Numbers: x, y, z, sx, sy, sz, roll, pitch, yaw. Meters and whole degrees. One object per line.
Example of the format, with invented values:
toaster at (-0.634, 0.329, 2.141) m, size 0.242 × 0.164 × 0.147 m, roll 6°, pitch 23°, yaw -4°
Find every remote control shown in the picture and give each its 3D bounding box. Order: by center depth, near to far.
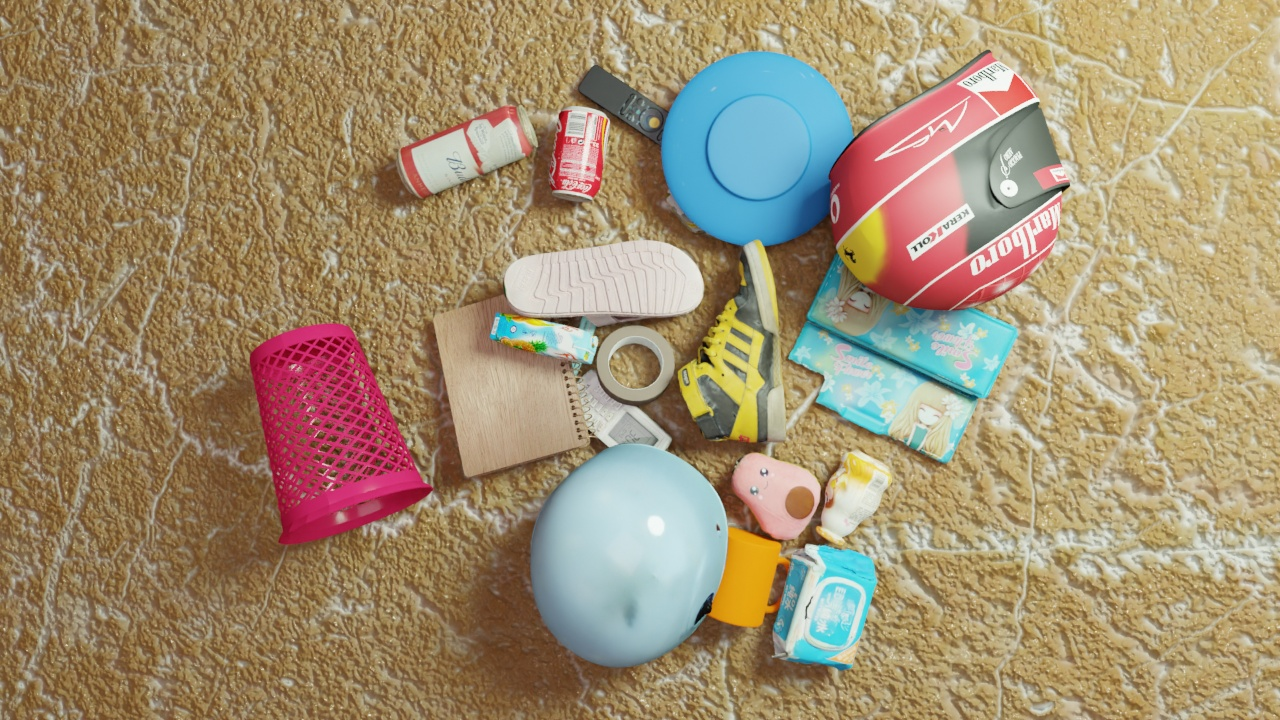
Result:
remote control at (-0.029, 0.075, 1.129) m, size 0.138 × 0.025 × 0.060 m, roll 41°, pitch 95°, yaw 7°
remote control at (-0.006, -0.309, 1.134) m, size 0.152 × 0.020 × 0.041 m, roll 35°, pitch 93°, yaw 6°

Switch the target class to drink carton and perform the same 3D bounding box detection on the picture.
drink carton at (-0.114, -0.026, 1.096) m, size 0.129 × 0.044 × 0.038 m, roll 13°, pitch 83°, yaw 16°

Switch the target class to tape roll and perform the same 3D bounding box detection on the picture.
tape roll at (-0.007, 0.006, 1.111) m, size 0.093 × 0.030 × 0.093 m, roll 1°, pitch 76°, yaw -3°

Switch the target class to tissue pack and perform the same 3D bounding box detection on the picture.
tissue pack at (0.213, 0.286, 1.065) m, size 0.093 × 0.062 × 0.144 m, roll 15°, pitch 90°, yaw -12°

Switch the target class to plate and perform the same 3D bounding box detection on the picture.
plate at (0.136, -0.246, 1.066) m, size 0.224 × 0.024 × 0.224 m, roll 0°, pitch 96°, yaw 2°

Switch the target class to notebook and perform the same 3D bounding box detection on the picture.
notebook at (-0.156, 0.022, 1.132) m, size 0.169 × 0.022 × 0.210 m, roll -16°, pitch 77°, yaw 9°

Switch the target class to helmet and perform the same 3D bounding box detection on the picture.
helmet at (0.341, -0.173, 0.992) m, size 0.270 × 0.198 × 0.224 m, roll -33°, pitch 81°, yaw -10°
helmet at (-0.031, 0.233, 1.037) m, size 0.226 × 0.166 × 0.266 m, roll 19°, pitch 108°, yaw 22°

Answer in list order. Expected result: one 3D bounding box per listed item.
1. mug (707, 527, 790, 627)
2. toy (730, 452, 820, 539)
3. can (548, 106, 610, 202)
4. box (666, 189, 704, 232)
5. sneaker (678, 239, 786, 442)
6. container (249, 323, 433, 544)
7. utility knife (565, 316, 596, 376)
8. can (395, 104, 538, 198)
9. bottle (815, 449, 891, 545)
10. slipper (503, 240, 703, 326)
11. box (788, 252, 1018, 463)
mug at (0.133, 0.258, 1.087) m, size 0.112 × 0.078 × 0.096 m, roll 13°, pitch 91°, yaw -20°
toy at (0.156, 0.157, 1.090) m, size 0.110 × 0.051 × 0.090 m, roll 31°, pitch 92°, yaw 8°
can at (-0.075, -0.251, 1.120) m, size 0.064 × 0.064 × 0.105 m, roll 9°, pitch 91°, yaw 8°
box at (0.124, -0.242, 1.111) m, size 0.210 × 0.044 × 0.065 m, roll -42°, pitch 72°, yaw 6°
sneaker at (0.103, -0.017, 1.080) m, size 0.122 × 0.086 × 0.238 m, roll -6°, pitch 92°, yaw 4°
container at (-0.378, 0.083, 1.113) m, size 0.183 × 0.183 × 0.225 m, roll -23°, pitch 79°, yaw 7°
utility knife at (-0.079, -0.006, 1.144) m, size 0.022 × 0.015 × 0.120 m, roll 19°, pitch 94°, yaw -25°
can at (-0.215, -0.260, 1.138) m, size 0.170 × 0.067 × 0.067 m, roll -20°, pitch 87°, yaw 7°
bottle at (0.245, 0.161, 1.071) m, size 0.063 × 0.063 × 0.109 m, roll 29°, pitch 93°, yaw 7°
slipper at (-0.045, -0.091, 1.113) m, size 0.239 × 0.064 × 0.094 m, roll -3°, pitch 79°, yaw -6°
box at (0.299, -0.003, 1.084) m, size 0.227 × 0.039 × 0.182 m, roll 25°, pitch 93°, yaw 7°
